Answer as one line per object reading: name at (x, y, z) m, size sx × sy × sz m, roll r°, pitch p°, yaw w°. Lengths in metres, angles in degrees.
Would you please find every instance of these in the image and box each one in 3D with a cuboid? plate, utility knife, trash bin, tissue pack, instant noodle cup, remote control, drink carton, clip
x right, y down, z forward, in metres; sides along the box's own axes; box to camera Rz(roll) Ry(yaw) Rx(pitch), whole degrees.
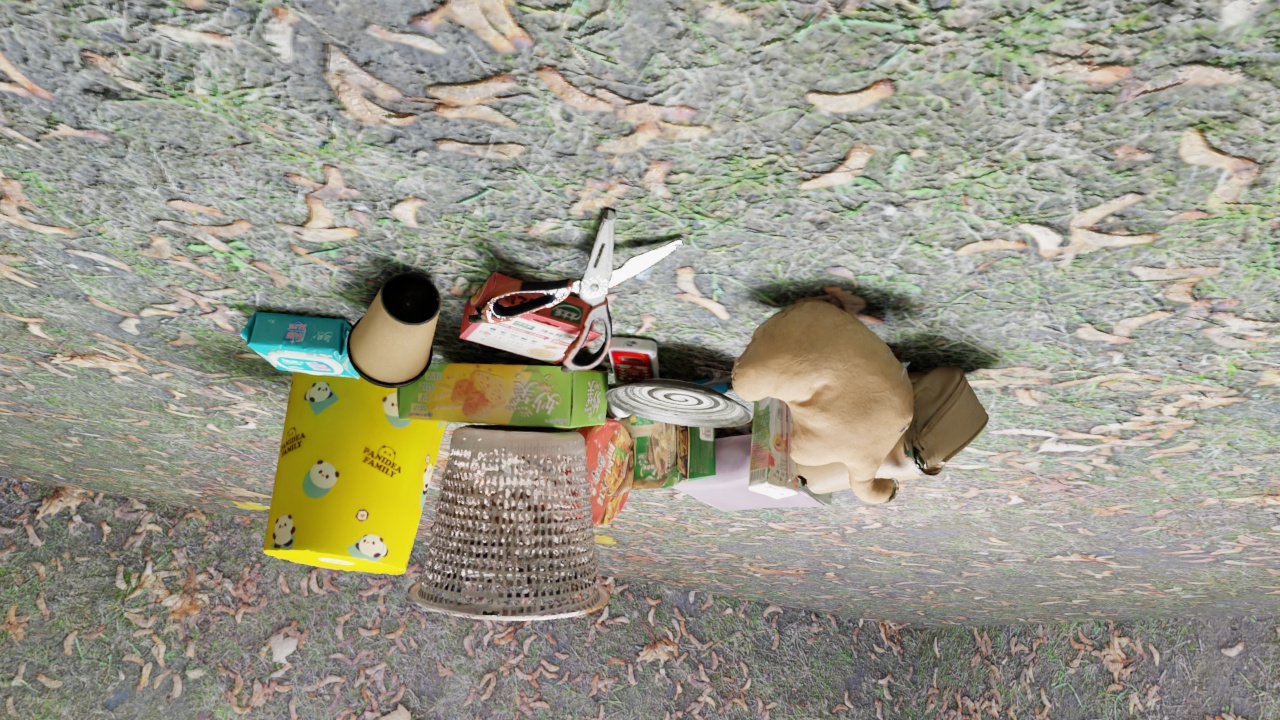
plate at (0.046, 0.048, 1.098) m, size 0.179 × 0.024 × 0.179 m, roll 8°, pitch 163°, yaw 2°
utility knife at (0.035, 0.046, 1.174) m, size 0.034 × 0.018 × 0.188 m, roll 21°, pitch 157°, yaw -35°
trash bin at (-0.143, 0.173, 1.040) m, size 0.227 × 0.192 × 0.227 m, roll 3°, pitch 179°, yaw 0°
tissue pack at (-0.400, -0.017, 1.099) m, size 0.133 × 0.050 × 0.093 m, roll 6°, pitch 161°, yaw 5°
instant noodle cup at (-0.089, 0.140, 1.188) m, size 0.109 × 0.137 × 0.138 m, roll 4°, pitch 161°, yaw 29°
remote control at (-0.006, 0.006, 1.075) m, size 0.056 × 0.020 × 0.136 m, roll 5°, pitch 159°, yaw 4°
trash bin at (-0.385, 0.148, 1.246) m, size 0.229 × 0.254 × 0.230 m, roll 6°, pitch 160°, yaw 2°
drink carton at (0.168, 0.104, 1.135) m, size 0.053 × 0.122 × 0.046 m, roll 22°, pitch 154°, yaw -31°
clip at (0.094, 0.019, 1.084) m, size 0.056 × 0.026 × 0.024 m, roll -4°, pitch 163°, yaw -6°

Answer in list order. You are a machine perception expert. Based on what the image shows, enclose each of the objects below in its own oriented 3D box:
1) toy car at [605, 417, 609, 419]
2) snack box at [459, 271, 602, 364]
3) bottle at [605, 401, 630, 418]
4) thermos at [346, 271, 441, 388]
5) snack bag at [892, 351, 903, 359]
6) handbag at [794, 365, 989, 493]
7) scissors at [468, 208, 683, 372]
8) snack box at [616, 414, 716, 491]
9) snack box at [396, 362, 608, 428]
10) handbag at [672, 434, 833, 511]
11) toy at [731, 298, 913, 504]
toy car at (-0.083, 0.090, 1.312) m, size 0.090 × 0.034 × 0.043 m, roll 13°, pitch 157°, yaw -20°
snack box at (-0.112, -0.044, 0.940) m, size 0.113 × 0.044 × 0.127 m, roll 17°, pitch 159°, yaw -23°
bottle at (-0.102, 0.063, 1.230) m, size 0.195 × 0.044 × 0.080 m, roll -6°, pitch 155°, yaw 29°
thermos at (-0.256, -0.033, 0.966) m, size 0.093 × 0.093 × 0.144 m, roll 14°, pitch 151°, yaw -18°
snack bag at (0.218, -0.004, 0.963) m, size 0.105 × 0.026 × 0.045 m, roll 8°, pitch 151°, yaw -5°
handbag at (0.262, 0.072, 1.002) m, size 0.205 × 0.147 × 0.100 m, roll -22°, pitch 108°, yaw 50°
scissors at (-0.053, -0.056, 0.842) m, size 0.227 × 0.015 × 0.189 m, roll -14°, pitch 141°, yaw 17°
snack box at (0.043, 0.119, 1.254) m, size 0.105 × 0.118 × 0.118 m, roll 9°, pitch 165°, yaw -43°
snack box at (-0.157, 0.040, 1.084) m, size 0.210 × 0.070 × 0.157 m, roll 2°, pitch 178°, yaw 13°
handbag at (0.157, 0.155, 1.311) m, size 0.144 × 0.098 × 0.197 m, roll 21°, pitch 157°, yaw -38°
toy at (0.196, 0.043, 0.882) m, size 0.144 × 0.082 × 0.226 m, roll -38°, pitch 97°, yaw 22°
